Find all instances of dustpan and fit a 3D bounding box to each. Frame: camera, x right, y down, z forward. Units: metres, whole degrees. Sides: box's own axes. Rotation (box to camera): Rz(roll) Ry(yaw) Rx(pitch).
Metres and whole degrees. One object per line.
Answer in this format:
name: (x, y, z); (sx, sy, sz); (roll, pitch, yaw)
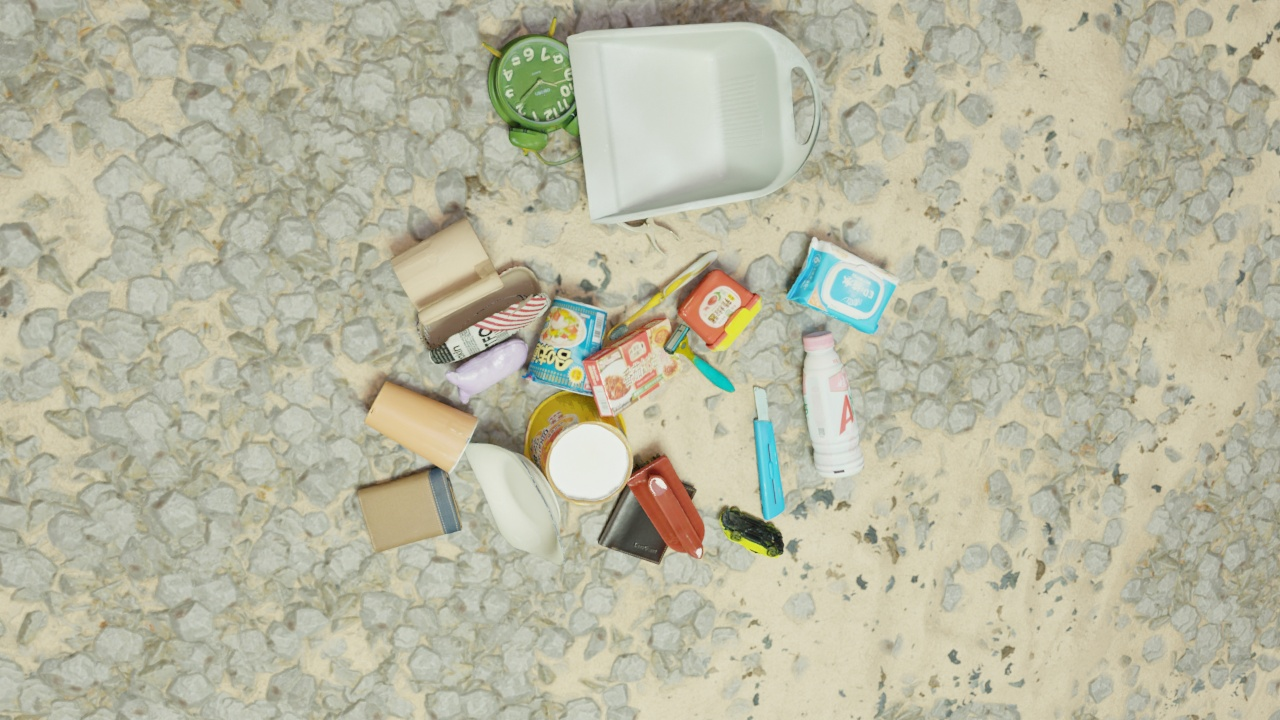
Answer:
dustpan: (0.073, -0.288, 1.082); (0.257, 0.143, 0.223); (-15, 104, -30)

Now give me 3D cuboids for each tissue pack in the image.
tissue pack: (0.269, -0.098, 1.222); (0.140, 0.063, 0.090); (22, 95, -16)

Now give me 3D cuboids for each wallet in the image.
wallet: (0.009, 0.211, 1.250); (0.096, 0.020, 0.122); (24, 97, -16)
wallet: (-0.293, 0.190, 1.169); (0.115, 0.033, 0.090); (-16, 102, -8)

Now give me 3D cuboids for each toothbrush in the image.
toothbrush: (0.031, -0.084, 1.176); (0.191, 0.018, 0.016); (-39, 114, -16)

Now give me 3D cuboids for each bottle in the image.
bottle: (0.257, 0.059, 1.251); (0.068, 0.068, 0.197); (-14, 101, -10)

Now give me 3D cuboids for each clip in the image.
clip: (-0.005, -0.165, 1.163); (0.082, 0.035, 0.104); (-37, 115, -7)

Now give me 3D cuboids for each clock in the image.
clock: (-0.116, -0.313, 1.094); (0.116, 0.056, 0.161); (-22, 106, -7)

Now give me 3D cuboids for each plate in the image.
plate: (-0.147, 0.170, 1.141); (0.034, 0.165, 0.164); (-31, 110, -32)

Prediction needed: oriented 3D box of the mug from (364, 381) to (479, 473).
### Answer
mug: (-0.272, 0.078, 1.132); (0.122, 0.078, 0.078); (28, 94, -11)

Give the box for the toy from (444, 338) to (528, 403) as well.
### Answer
toy: (-0.186, 0.011, 1.143); (0.108, 0.084, 0.039); (-33, 67, -14)

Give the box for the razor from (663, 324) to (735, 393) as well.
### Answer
razor: (0.082, 0.005, 1.212); (0.132, 0.028, 0.043); (40, 77, -33)

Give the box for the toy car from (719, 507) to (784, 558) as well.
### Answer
toy car: (0.152, 0.242, 1.276); (0.105, 0.048, 0.032); (27, 127, -17)

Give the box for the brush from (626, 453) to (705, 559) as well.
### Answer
brush: (0.040, 0.198, 1.206); (0.063, 0.069, 0.146); (-31, 111, -5)

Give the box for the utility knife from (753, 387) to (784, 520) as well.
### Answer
utility knife: (0.174, 0.128, 1.270); (0.034, 0.018, 0.191); (-12, 102, -15)

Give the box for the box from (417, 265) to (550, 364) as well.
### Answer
box: (-0.196, -0.059, 1.129); (0.163, 0.076, 0.087); (-31, 73, -5)

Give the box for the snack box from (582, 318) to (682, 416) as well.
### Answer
snack box: (-0.007, 0.007, 1.154); (0.152, 0.026, 0.075); (-32, 112, -46)

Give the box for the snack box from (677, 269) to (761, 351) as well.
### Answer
snack box: (0.099, -0.067, 1.186); (0.080, 0.082, 0.091); (40, 89, -4)

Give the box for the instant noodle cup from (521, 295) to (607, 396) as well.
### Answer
instant noodle cup: (-0.087, -0.019, 1.145); (0.099, 0.099, 0.110); (15, 90, -15)

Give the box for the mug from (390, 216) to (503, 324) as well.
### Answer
mug: (-0.225, -0.099, 1.080); (0.103, 0.124, 0.084); (-29, 135, -4)

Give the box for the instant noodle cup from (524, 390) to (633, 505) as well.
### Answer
instant noodle cup: (-0.073, 0.116, 1.163); (0.138, 0.110, 0.138); (-3, 103, -12)
